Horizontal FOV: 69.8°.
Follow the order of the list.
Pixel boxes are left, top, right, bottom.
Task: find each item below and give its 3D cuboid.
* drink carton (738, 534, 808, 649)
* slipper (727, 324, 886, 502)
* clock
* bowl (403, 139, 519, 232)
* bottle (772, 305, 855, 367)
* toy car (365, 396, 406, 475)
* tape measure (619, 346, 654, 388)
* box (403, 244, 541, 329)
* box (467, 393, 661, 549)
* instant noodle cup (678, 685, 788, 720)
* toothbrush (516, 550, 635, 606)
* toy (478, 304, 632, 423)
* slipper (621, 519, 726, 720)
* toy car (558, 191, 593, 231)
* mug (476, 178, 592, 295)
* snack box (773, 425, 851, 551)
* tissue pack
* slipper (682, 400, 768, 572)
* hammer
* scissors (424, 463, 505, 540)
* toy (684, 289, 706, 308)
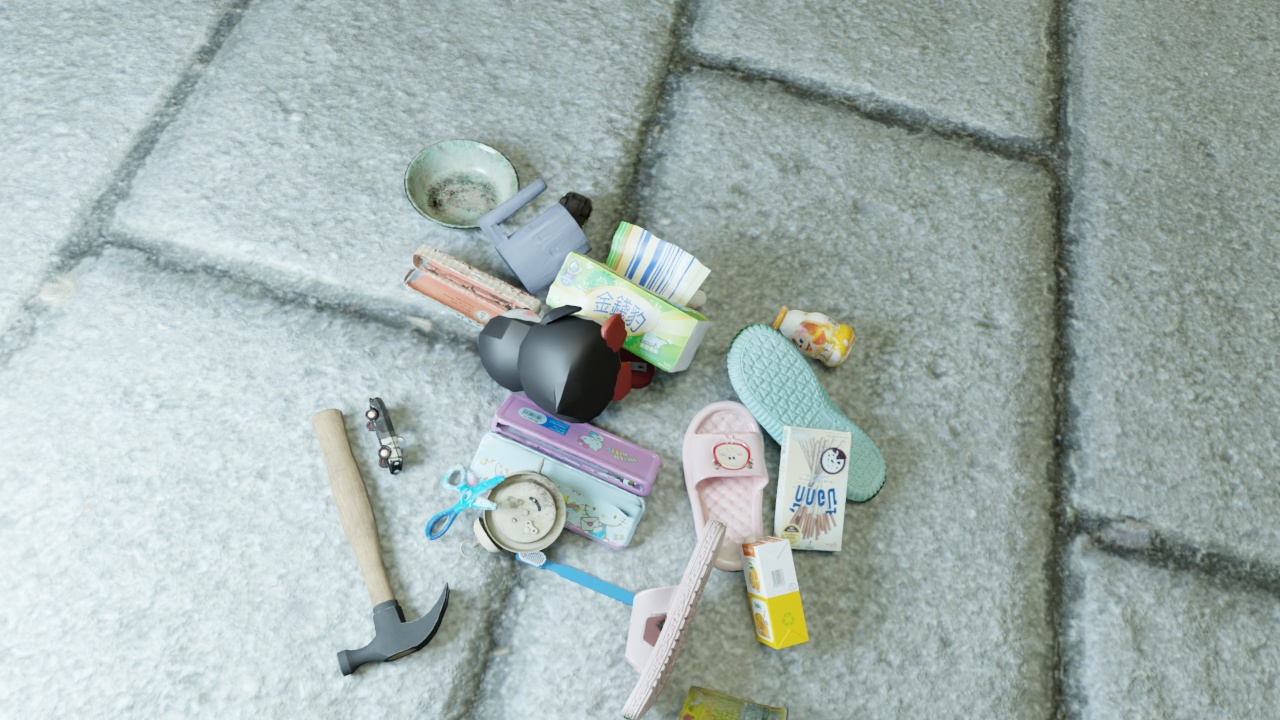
[{"bbox_3d":[0.152,0.263,1.059,0.040,0.059,0.122,-10,87,-16],"label":"drink carton"},{"bbox_3d":[0.208,0.075,1.191,0.276,0.070,0.115,46,61,-3],"label":"slipper"},{"bbox_3d":[-0.149,0.182,1.064,0.141,0.054,0.093,-35,96,-2],"label":"clock"},{"bbox_3d":[-0.250,-0.238,1.288,0.157,0.039,0.157,4,62,-8],"label":"bowl"},{"bbox_3d":[0.236,-0.037,1.256,0.109,0.063,0.063,26,61,4],"label":"bottle"},{"bbox_3d":[-0.304,0.089,1.101,0.037,0.040,0.092,-16,69,-21],"label":"toy car"},{"bbox_3d":[-0.007,0.007,1.213,0.051,0.019,0.058,6,61,-7],"label":"tape measure"},{"bbox_3d":[-0.223,-0.088,1.205,0.187,0.054,0.076,25,93,5],"label":"box"},{"bbox_3d":[-0.089,0.129,1.113,0.214,0.062,0.139,23,64,2],"label":"box"},{"bbox_3d":[0.093,0.403,0.983,0.108,0.102,0.102,20,60,10],"label":"instant noodle cup"},{"bbox_3d":[-0.067,0.255,1.073,0.166,0.014,0.016,22,60,1],"label":"toothbrush"},{"bbox_3d":[-0.125,0.002,1.119,0.184,0.159,0.139,16,41,30],"label":"toy"},{"bbox_3d":[0.025,0.282,1.027,0.064,0.094,0.238,22,67,15],"label":"slipper"},{"bbox_3d":[-0.106,-0.183,1.289,0.048,0.040,0.112,24,78,3],"label":"toy car"},{"bbox_3d":[-0.139,-0.163,1.212,0.104,0.084,0.124,-36,113,-5],"label":"mug"},{"bbox_3d":[0.212,0.158,1.133,0.082,0.026,0.150,6,89,-9],"label":"snack box"},{"bbox_3d":[0.001,-0.090,1.179,0.198,0.120,0.141,29,98,5],"label":"tissue pack"},{"bbox_3d":[0.107,0.151,1.137,0.106,0.056,0.221,3,63,-7],"label":"slipper"},{"bbox_3d":[-0.315,0.190,1.052,0.132,0.040,0.305,-19,66,-16],"label":"hammer"},{"bbox_3d":[-0.203,0.167,1.048,0.013,0.141,0.113,39,70,-37],"label":"scissors"},{"bbox_3d":[0.023,-0.082,1.256,0.125,0.037,0.075,22,69,5],"label":"toy"}]
